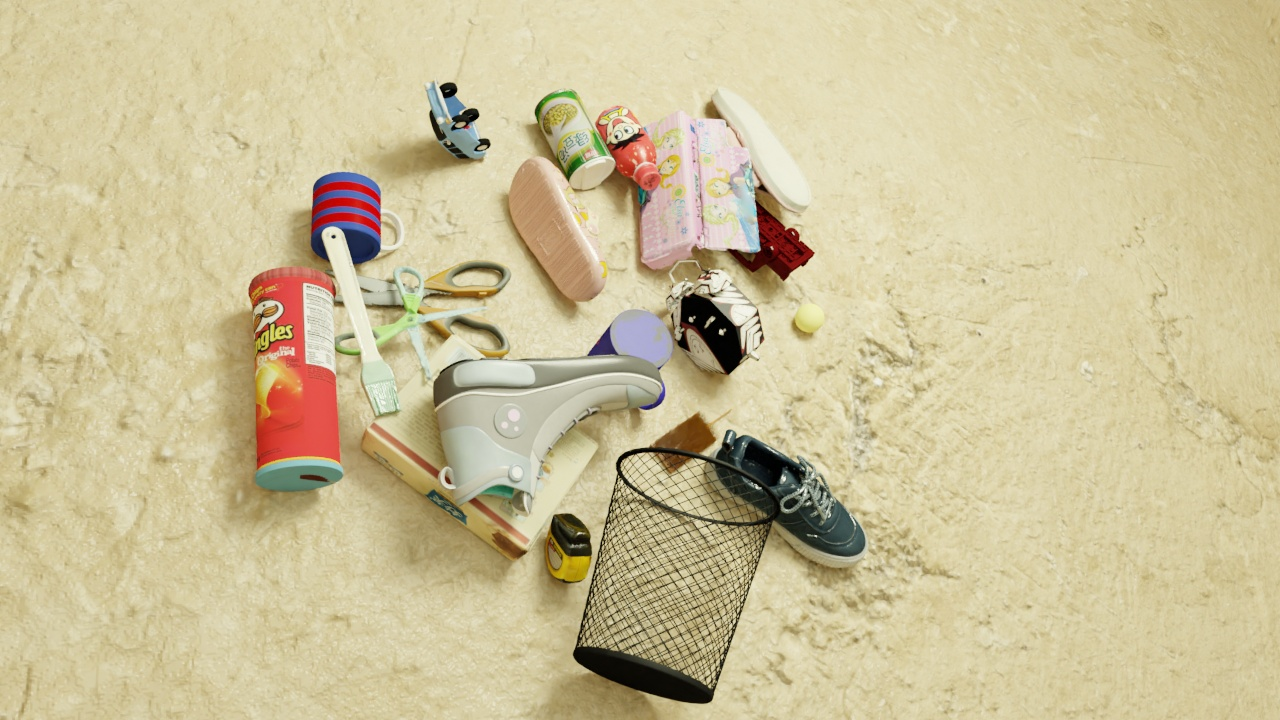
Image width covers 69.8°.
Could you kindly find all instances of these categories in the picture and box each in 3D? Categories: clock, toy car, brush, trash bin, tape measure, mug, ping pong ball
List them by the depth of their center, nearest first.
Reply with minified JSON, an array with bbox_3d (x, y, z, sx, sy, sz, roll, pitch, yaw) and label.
[{"bbox_3d":[0.031,0.226,0.950,0.184,0.185,0.209,25,62,-11],"label":"trash bin"},{"bbox_3d":[-0.294,-0.044,0.956,0.033,0.012,0.217,-13,75,-29],"label":"brush"},{"bbox_3d":[-0.074,0.201,0.974,0.037,0.066,0.064,3,100,-27],"label":"tape measure"},{"bbox_3d":[-0.319,-0.155,1.049,0.111,0.075,0.076,20,54,-45],"label":"mug"},{"bbox_3d":[-0.007,0.006,1.095,0.079,0.084,0.111,-22,75,-32],"label":"mug"},{"bbox_3d":[-0.228,-0.289,1.122,0.055,0.153,0.056,-22,82,5],"label":"toy car"},{"bbox_3d":[0.071,0.089,1.129,0.126,0.017,0.048,-31,80,-34],"label":"brush"},{"bbox_3d":[0.081,-0.054,1.145,0.064,0.115,0.154,-37,101,-35],"label":"clock"},{"bbox_3d":[0.234,-0.059,1.269,0.040,0.040,0.040,11,60,-20],"label":"ping pong ball"},{"bbox_3d":[0.157,-0.179,1.280,0.170,0.062,0.070,45,54,14],"label":"toy car"}]

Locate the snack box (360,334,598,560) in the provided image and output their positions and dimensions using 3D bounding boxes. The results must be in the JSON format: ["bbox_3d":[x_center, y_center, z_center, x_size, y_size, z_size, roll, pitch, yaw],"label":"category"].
[{"bbox_3d":[-0.170,0.093,0.991,0.207,0.055,0.152,38,55,-3],"label":"snack box"}]

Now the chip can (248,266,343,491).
[{"bbox_3d":[-0.349,0.018,0.929,0.087,0.087,0.213,0,65,-25],"label":"chip can"}]

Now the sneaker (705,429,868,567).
[{"bbox_3d":[0.187,0.162,1.102,0.235,0.088,0.089,32,55,-7],"label":"sneaker"}]

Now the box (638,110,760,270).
[{"bbox_3d":[0.073,-0.238,1.236,0.161,0.062,0.230,-7,62,11],"label":"box"}]

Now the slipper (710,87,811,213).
[{"bbox_3d":[0.166,-0.302,1.341,0.114,0.055,0.274,14,41,-37],"label":"slipper"}]

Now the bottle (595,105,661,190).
[{"bbox_3d":[-0.012,-0.282,1.238,0.061,0.062,0.137,-5,48,-27],"label":"bottle"}]

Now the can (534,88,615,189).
[{"bbox_3d":[-0.088,-0.295,1.225,0.067,0.067,0.121,-18,73,-32],"label":"can"}]

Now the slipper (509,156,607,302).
[{"bbox_3d":[-0.092,-0.163,1.152,0.081,0.093,0.197,-13,71,-51],"label":"slipper"}]

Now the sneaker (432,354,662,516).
[{"bbox_3d":[-0.086,0.078,0.959,0.256,0.093,0.160,1,72,-27],"label":"sneaker"}]

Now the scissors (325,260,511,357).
[{"bbox_3d":[-0.248,-0.081,1.071,0.225,0.016,0.175,22,57,-11],"label":"scissors"}]

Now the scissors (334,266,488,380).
[{"bbox_3d":[-0.253,-0.043,1.009,0.171,0.021,0.172,-13,49,-17],"label":"scissors"}]
